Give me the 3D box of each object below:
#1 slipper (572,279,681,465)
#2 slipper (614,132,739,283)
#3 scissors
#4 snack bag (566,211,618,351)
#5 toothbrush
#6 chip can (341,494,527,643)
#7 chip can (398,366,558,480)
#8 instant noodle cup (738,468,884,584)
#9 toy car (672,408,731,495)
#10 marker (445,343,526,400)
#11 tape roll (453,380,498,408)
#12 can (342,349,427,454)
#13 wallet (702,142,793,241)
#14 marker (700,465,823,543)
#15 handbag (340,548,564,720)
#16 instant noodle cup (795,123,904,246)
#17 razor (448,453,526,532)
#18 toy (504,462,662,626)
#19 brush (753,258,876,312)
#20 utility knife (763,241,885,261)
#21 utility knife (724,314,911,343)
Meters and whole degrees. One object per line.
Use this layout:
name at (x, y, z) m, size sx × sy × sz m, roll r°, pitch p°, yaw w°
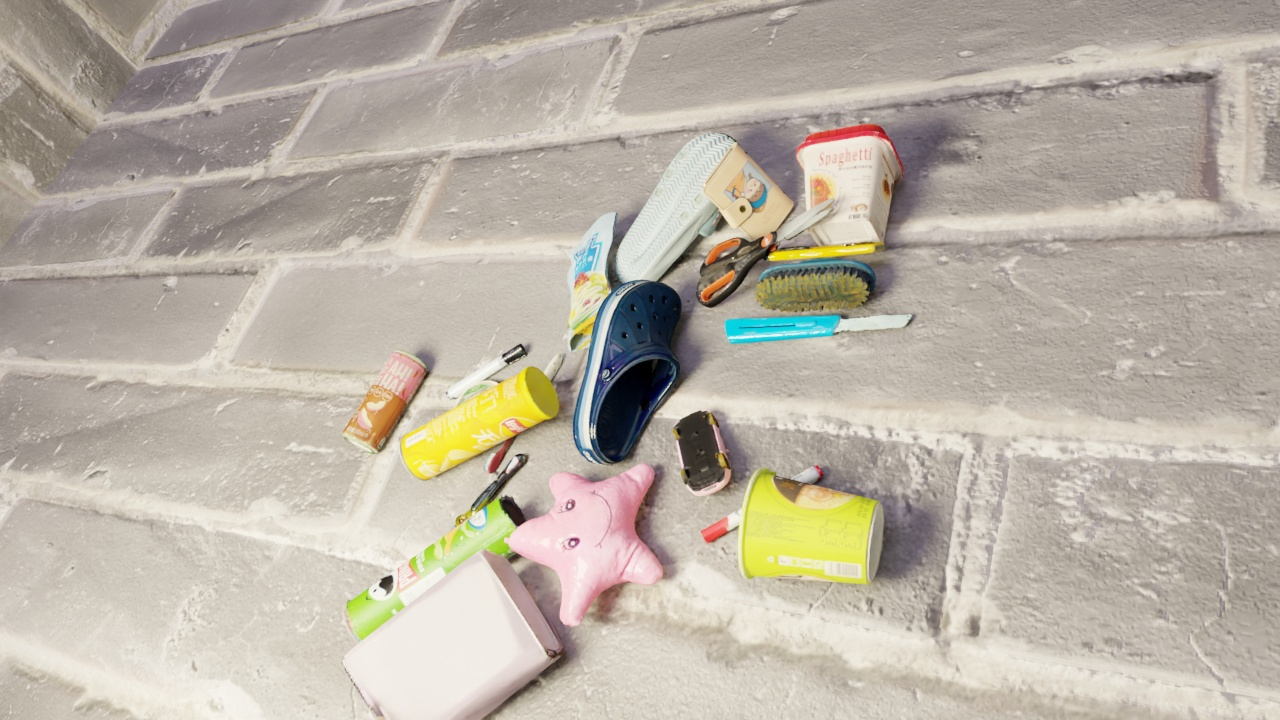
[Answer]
slipper at (-0.007, 0.006, 1.109) m, size 0.095 × 0.105 × 0.252 m, roll 1°, pitch 60°, yaw 39°
slipper at (0.059, -0.194, 1.244) m, size 0.245 × 0.074 × 0.104 m, roll -53°, pitch 47°, yaw 8°
scissors at (0.148, -0.152, 1.130) m, size 0.235 × 0.021 × 0.152 m, roll -45°, pitch 31°, yaw 27°
snack bag at (-0.069, -0.111, 1.264) m, size 0.111 × 0.038 × 0.190 m, roll -45°, pitch 37°, yaw 44°
toothbrush at (-0.154, 0.068, 1.214) m, size 0.017 × 0.016 × 0.187 m, roll 10°, pitch 64°, yaw 46°
chip can at (-0.238, 0.253, 1.091) m, size 0.236 × 0.072 × 0.072 m, roll -35°, pitch 47°, yaw 3°
chip can at (-0.209, 0.083, 1.178) m, size 0.214 × 0.072 × 0.072 m, roll -27°, pitch 48°, yaw 21°
instant noodle cup at (0.171, 0.168, 0.897) m, size 0.124 × 0.112 × 0.111 m, roll 5°, pitch 60°, yaw 23°
toy car at (0.071, 0.105, 1.042) m, size 0.056 × 0.037 × 0.122 m, roll -24°, pitch 36°, yaw 10°
marker at (-0.216, 0.017, 1.284) m, size 0.131 × 0.022 × 0.018 m, roll -32°, pitch 36°, yaw 9°
tape roll at (-0.220, 0.067, 1.254) m, size 0.086 × 0.014 × 0.085 m, roll -15°, pitch 52°, yaw 20°
can at (-0.365, 0.059, 1.314) m, size 0.058 × 0.058 × 0.147 m, roll 11°, pitch 64°, yaw 36°
wallet at (0.136, -0.210, 1.182) m, size 0.087 × 0.115 × 0.024 m, roll -55°, pitch 23°, yaw -15°
marker at (0.130, 0.154, 0.984) m, size 0.145 × 0.017 × 0.017 m, roll -32°, pitch 47°, yaw 7°
handbag at (-0.199, 0.322, 1.000) m, size 0.197 × 0.098 × 0.145 m, roll -38°, pitch 63°, yaw 0°
instant noodle cup at (0.252, -0.204, 1.115) m, size 0.116 × 0.116 × 0.124 m, roll -2°, pitch 69°, yaw 29°
razor at (-0.193, 0.173, 1.156) m, size 0.043 × 0.022 × 0.142 m, roll 28°, pitch 74°, yaw 38°
toy at (-0.065, 0.201, 1.020) m, size 0.179 × 0.075 × 0.194 m, roll -9°, pitch 50°, yaw 8°
brush at (0.210, -0.095, 1.095) m, size 0.144 × 0.055 × 0.073 m, roll -2°, pitch 33°, yaw 29°
utility knife at (0.218, -0.133, 1.107) m, size 0.157 × 0.015 × 0.033 m, roll -1°, pitch 14°, yaw 29°
utility knife at (0.204, -0.041, 1.082) m, size 0.225 × 0.018 × 0.034 m, roll -3°, pitch 56°, yaw 27°
